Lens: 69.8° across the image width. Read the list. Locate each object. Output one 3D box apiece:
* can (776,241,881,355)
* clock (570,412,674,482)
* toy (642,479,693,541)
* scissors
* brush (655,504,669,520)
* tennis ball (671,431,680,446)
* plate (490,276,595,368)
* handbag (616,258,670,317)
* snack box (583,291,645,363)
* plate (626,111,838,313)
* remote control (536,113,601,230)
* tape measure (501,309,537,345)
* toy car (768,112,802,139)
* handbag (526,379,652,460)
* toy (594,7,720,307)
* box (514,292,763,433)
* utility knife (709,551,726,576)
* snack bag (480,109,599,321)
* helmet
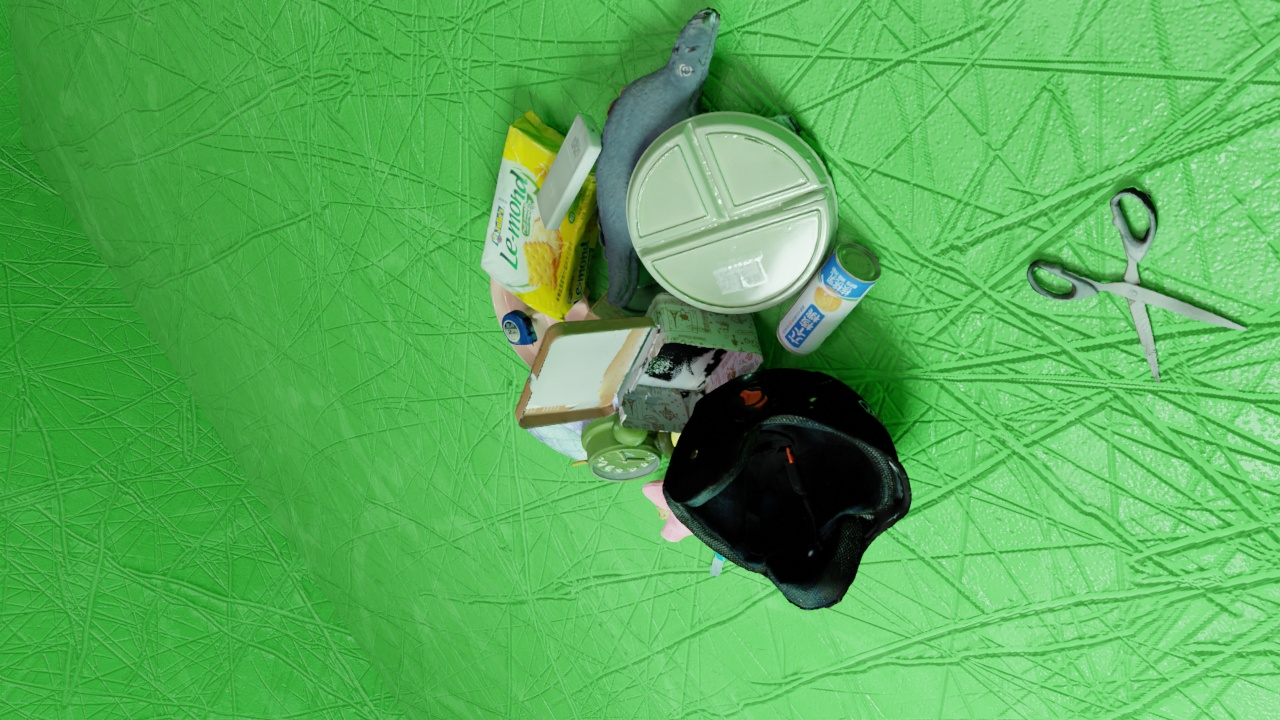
[{"bbox_3d":[0.198,-0.063,0.979,0.053,0.053,0.135,48,140,14],"label":"can"},{"bbox_3d":[-0.012,0.116,1.270,0.162,0.116,0.056,-36,48,37],"label":"clock"},{"bbox_3d":[0.104,0.175,1.178,0.195,0.074,0.179,-5,134,12],"label":"toy"},{"bbox_3d":[0.419,-0.063,0.776,0.177,0.014,0.160,27,133,31],"label":"scissors"},{"bbox_3d":[0.094,0.164,1.254,0.083,0.045,0.255,53,137,15],"label":"brush"},{"bbox_3d":[0.073,0.098,1.206,0.065,0.065,0.066,26,131,34],"label":"tennis ball"},{"bbox_3d":[-0.139,-0.073,1.356,0.230,0.028,0.230,27,132,34],"label":"plate"},{"bbox_3d":[0.025,-0.113,1.130,0.131,0.067,0.120,5,109,47],"label":"handbag"},{"bbox_3d":[-0.027,-0.032,1.205,0.093,0.076,0.095,36,139,3],"label":"snack box"},{"bbox_3d":[0.093,-0.149,0.977,0.230,0.027,0.231,8,122,13],"label":"plate"},{"bbox_3d":[-0.085,-0.221,1.084,0.150,0.021,0.058,-51,47,47],"label":"remote control"},{"bbox_3d":[-0.182,-0.049,1.374,0.058,0.025,0.054,2,113,43],"label":"tape measure"},{"bbox_3d":[0.123,-0.228,0.971,0.106,0.031,0.049,-5,111,47],"label":"toy car"},{"bbox_3d":[-0.075,0.064,1.319,0.134,0.075,0.194,29,141,-8],"label":"handbag"},{"bbox_3d":[0.008,-0.233,1.028,0.137,0.091,0.357,62,141,41],"label":"toy"},{"bbox_3d":[-0.008,0.007,1.081,0.178,0.262,0.088,117,151,-47],"label":"box"},{"bbox_3d":[0.123,0.243,1.287,0.029,0.013,0.193,38,135,27],"label":"utility knife"},{"bbox_3d":[-0.122,-0.183,1.211,0.158,0.068,0.247,36,126,25],"label":"snack bag"},{"bbox_3d":[0.159,0.117,1.003,0.275,0.229,0.233,-28,121,33],"label":"helmet"}]
